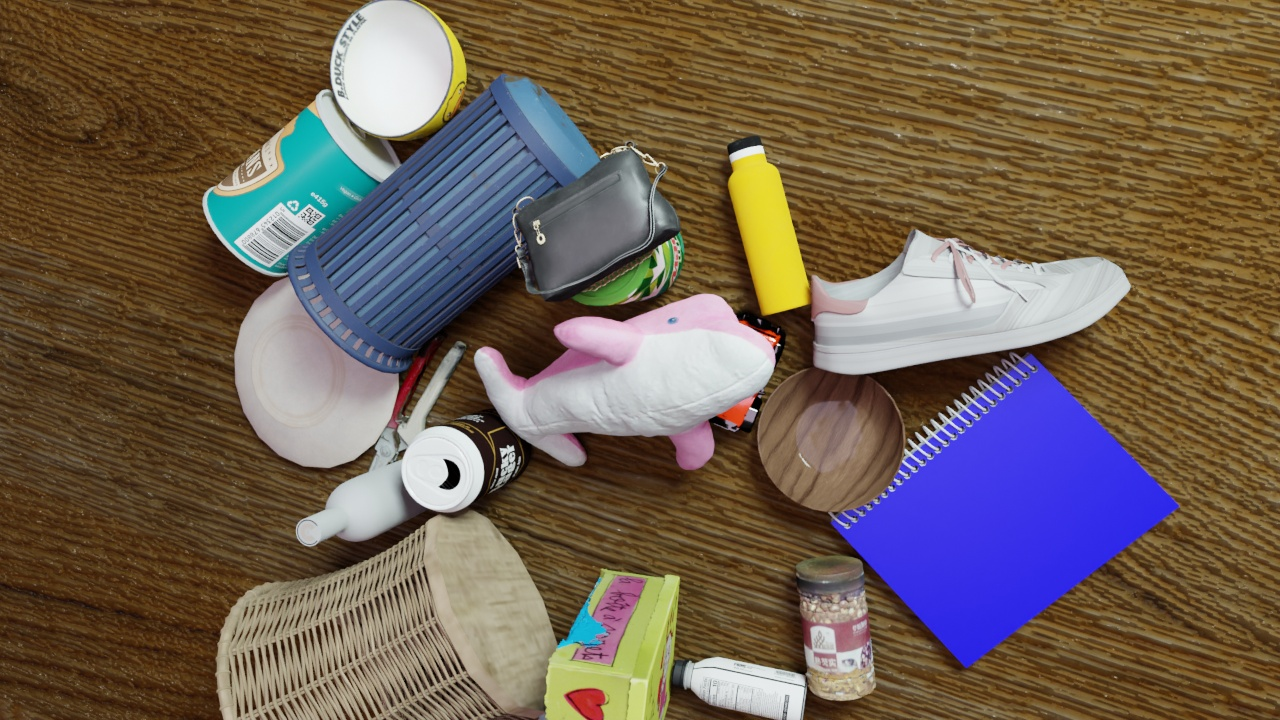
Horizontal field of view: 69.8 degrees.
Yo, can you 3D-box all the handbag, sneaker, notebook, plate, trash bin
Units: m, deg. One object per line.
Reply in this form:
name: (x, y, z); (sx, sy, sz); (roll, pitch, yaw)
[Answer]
handbag: (-0.034, -0.096, 0.638); (0.129, 0.054, 0.079); (-28, 84, 17)
sneaker: (0.239, -0.059, 0.700); (0.236, 0.099, 0.089); (-13, 106, 17)
notebook: (0.285, 0.120, 0.744); (0.209, 0.022, 0.171); (-44, 86, 14)
plate: (-0.319, 0.010, 0.874); (0.189, 0.027, 0.189); (1, 94, 19)
trash bin: (-0.157, -0.117, 0.775); (0.250, 0.139, 0.139); (-37, 85, 13)

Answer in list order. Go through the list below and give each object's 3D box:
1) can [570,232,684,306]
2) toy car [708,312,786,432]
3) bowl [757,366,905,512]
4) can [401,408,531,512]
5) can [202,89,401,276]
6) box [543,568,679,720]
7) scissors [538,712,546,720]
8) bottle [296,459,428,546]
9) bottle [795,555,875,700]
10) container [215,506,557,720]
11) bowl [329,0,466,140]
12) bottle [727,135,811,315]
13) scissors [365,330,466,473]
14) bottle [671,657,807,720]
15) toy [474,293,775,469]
can: (-0.016, -0.087, 0.736); (0.083, 0.144, 0.083); (1, 96, 14)
toy car: (0.084, 0.011, 0.769); (0.051, 0.048, 0.100); (22, 100, 11)
bowl: (0.159, 0.064, 0.759); (0.119, 0.032, 0.119); (-1, 88, 21)
can: (-0.147, 0.084, 0.793); (0.072, 0.128, 0.072); (1, 95, 14)
can: (-0.301, -0.157, 0.825); (0.144, 0.099, 0.099); (-34, 86, 14)
box: (-0.019, 0.257, 0.727); (0.079, 0.221, 0.124); (6, 94, 6)
scissors: (-0.094, 0.316, 0.860); (0.118, 0.015, 0.139); (36, 96, 9)
bottle: (-0.226, 0.121, 0.781); (0.052, 0.195, 0.052); (1, 95, 14)
bottle: (0.163, 0.222, 0.765); (0.056, 0.056, 0.105); (-6, 94, 14)
container: (-0.200, 0.252, 0.783); (0.196, 0.226, 0.227); (-29, 87, 8)
bowl: (-0.204, -0.251, 0.809); (0.117, 0.067, 0.117); (1, 95, 14)
bottle: (0.103, -0.111, 0.757); (0.043, 0.043, 0.143); (-15, 91, 15)
scissors: (-0.230, 0.055, 0.870); (0.189, 0.015, 0.140); (-26, 90, 15)
bottle: (0.085, 0.283, 0.798); (0.116, 0.041, 0.041); (8, 97, 13)
toy: (-0.004, 0.004, 0.750); (0.266, 0.127, 0.187); (-15, 129, 33)
